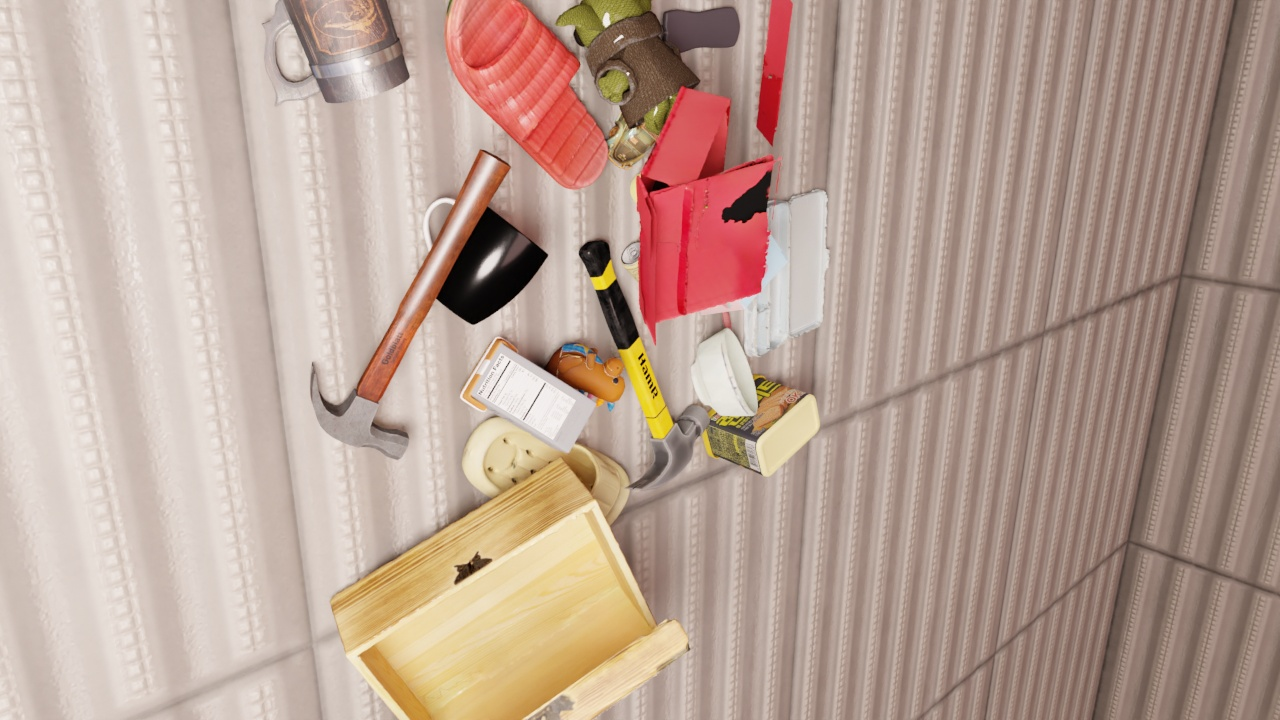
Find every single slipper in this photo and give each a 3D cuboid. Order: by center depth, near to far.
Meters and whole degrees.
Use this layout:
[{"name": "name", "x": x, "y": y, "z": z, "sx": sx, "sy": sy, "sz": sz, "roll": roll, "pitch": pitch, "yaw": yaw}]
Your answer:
[{"name": "slipper", "x": -0.098, "y": -0.262, "z": 0.903, "sx": 0.103, "sy": 0.059, "sz": 0.249, "roll": -55, "pitch": 135, "yaw": -16}, {"name": "slipper", "x": -0.090, "y": 0.145, "z": 1.039, "sx": 0.261, "sy": 0.079, "sz": 0.111, "roll": 35, "pitch": 82, "yaw": -44}]

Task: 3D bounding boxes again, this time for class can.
[{"name": "can", "x": 0.012, "y": -0.103, "z": 1.078, "sx": 0.079, "sy": 0.038, "sz": 0.038, "roll": 44, "pitch": 72, "yaw": -43}, {"name": "can", "x": 0.165, "y": 0.088, "z": 1.246, "sx": 0.130, "sy": 0.101, "sz": 0.072, "roll": -37, "pitch": 127, "yaw": -30}]

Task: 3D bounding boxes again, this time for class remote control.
[{"name": "remote control", "x": 0.071, "y": -0.382, "z": 1.059, "sx": 0.124, "sy": 0.009, "sz": 0.046, "roll": -21, "pitch": 118, "yaw": -38}]

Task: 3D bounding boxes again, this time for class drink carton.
[{"name": "drink carton", "x": -0.117, "y": 0.038, "z": 0.959, "sx": 0.125, "sy": 0.048, "sz": 0.076, "roll": 33, "pitch": 78, "yaw": -18}]

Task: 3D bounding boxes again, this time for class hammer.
[{"name": "hammer", "x": -0.203, "y": -0.054, "z": 0.837, "sx": 0.111, "sy": 0.028, "sz": 0.301, "roll": 25, "pitch": 101, "yaw": -31}, {"name": "hammer", "x": -0.006, "y": 0.006, "z": 1.085, "sx": 0.169, "sy": 0.034, "sz": 0.325, "roll": -50, "pitch": 129, "yaw": -43}]

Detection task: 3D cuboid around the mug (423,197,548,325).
[{"name": "mug", "x": -0.165, "y": -0.099, "z": 0.889, "sx": 0.119, "sy": 0.085, "sz": 0.100, "roll": 38, "pitch": 91, "yaw": -14}]

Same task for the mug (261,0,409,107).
[{"name": "mug", "x": -0.258, "y": -0.269, "z": 0.743, "sx": 0.115, "sy": 0.080, "sz": 0.107, "roll": -18, "pitch": 121, "yaw": -7}]

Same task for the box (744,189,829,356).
[{"name": "box", "x": 0.199, "y": -0.123, "z": 1.263, "sx": 0.189, "sy": 0.038, "sz": 0.209, "roll": -27, "pitch": 122, "yaw": -44}]

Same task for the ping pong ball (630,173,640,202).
[{"name": "ping pong ball", "x": 0.008, "y": -0.194, "z": 1.041, "sx": 0.040, "sy": 0.040, "sz": 0.040, "roll": -16, "pitch": 115, "yaw": -40}]

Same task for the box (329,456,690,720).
[{"name": "box", "x": -0.101, "y": 0.319, "z": 0.916, "sx": 0.278, "sy": 0.264, "sz": 0.270, "roll": -32, "pitch": 128, "yaw": -14}]

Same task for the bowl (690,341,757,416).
[{"name": "bowl", "x": 0.103, "y": 0.022, "z": 1.178, "sx": 0.117, "sy": 0.061, "sz": 0.117, "roll": -18, "pitch": 90, "yaw": -73}]

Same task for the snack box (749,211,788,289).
[{"name": "snack box", "x": 0.106, "y": -0.115, "z": 1.110, "sx": 0.092, "sy": 0.095, "sz": 0.079, "roll": -46, "pitch": 108, "yaw": -23}]

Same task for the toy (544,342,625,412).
[{"name": "toy", "x": -0.068, "y": 0.032, "z": 1.019, "sx": 0.090, "sy": 0.070, "sz": 0.103, "roll": 28, "pitch": 99, "yaw": -3}]

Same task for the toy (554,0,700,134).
[{"name": "toy", "x": -0.008, "y": -0.306, "z": 0.934, "sx": 0.153, "sy": 0.078, "sz": 0.178, "roll": 56, "pitch": 40, "yaw": -7}]

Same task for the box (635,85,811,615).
[{"name": "box", "x": 0.058, "y": -0.022, "z": 0.860, "sx": 0.215, "sy": 0.138, "sz": 0.466, "roll": 90, "pitch": 1, "yaw": -57}]

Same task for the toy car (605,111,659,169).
[{"name": "toy car", "x": 0.006, "y": -0.263, "z": 1.010, "sx": 0.047, "sy": 0.047, "sz": 0.112, "roll": 33, "pitch": 80, "yaw": -41}]
